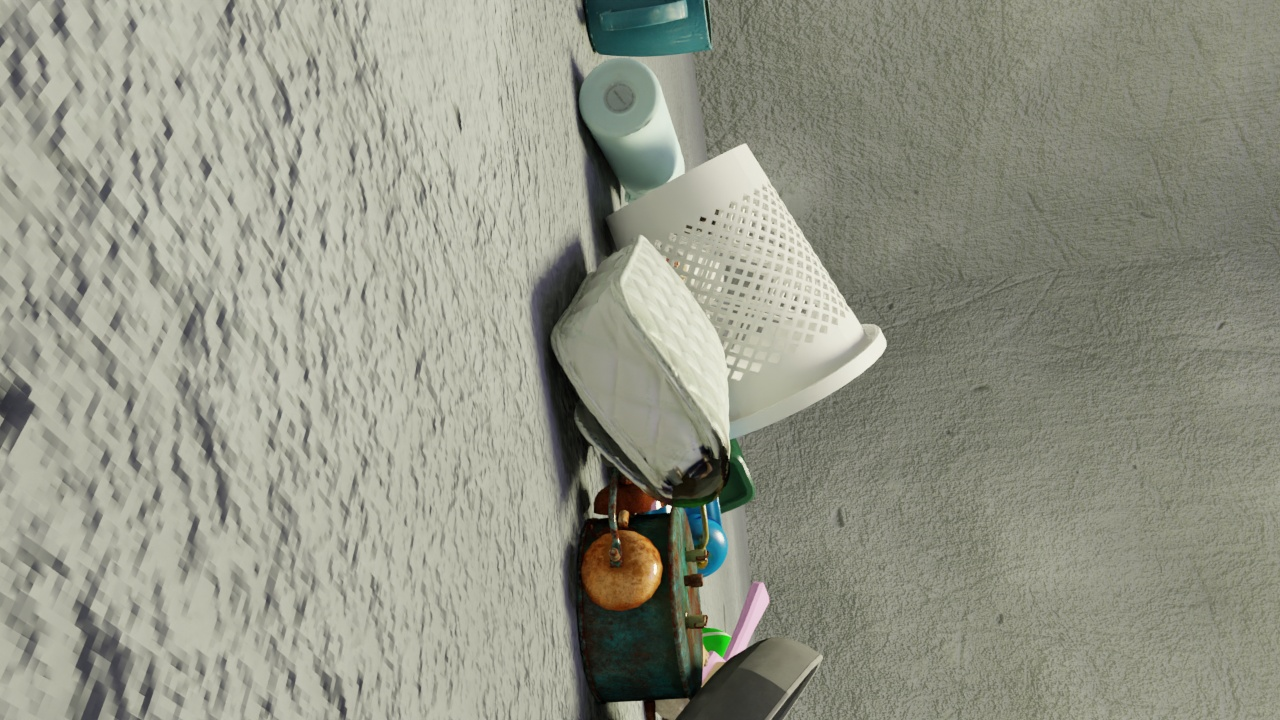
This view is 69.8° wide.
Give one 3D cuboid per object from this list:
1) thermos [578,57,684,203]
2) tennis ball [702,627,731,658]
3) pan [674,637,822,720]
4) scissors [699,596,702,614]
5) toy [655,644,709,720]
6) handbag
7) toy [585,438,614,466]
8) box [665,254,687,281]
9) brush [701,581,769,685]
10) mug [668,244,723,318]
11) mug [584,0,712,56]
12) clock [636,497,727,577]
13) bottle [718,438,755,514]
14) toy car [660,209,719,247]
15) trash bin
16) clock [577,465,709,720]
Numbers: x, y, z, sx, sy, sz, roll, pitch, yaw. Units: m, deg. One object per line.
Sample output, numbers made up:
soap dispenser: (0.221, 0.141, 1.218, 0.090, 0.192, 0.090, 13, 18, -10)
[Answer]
thermos: (-0.001, -0.192, 0.800, 0.207, 0.065, 0.078, 31, 80, -80)
tennis ball: (0.070, 0.305, 0.932, 0.065, 0.065, 0.065, -5, 89, -82)
pan: (0.060, 0.266, 0.636, 0.178, 0.041, 0.357, -51, 158, -6)
scissors: (0.042, 0.235, 0.943, 0.201, 0.015, 0.202, -89, 165, -52)
toy: (0.032, 0.247, 0.739, 0.106, 0.074, 0.085, 53, -8, -34)
handbag: (0.006, 0.002, 0.604, 0.139, 0.072, 0.194, 54, 15, -12)
toy: (-0.016, 0.041, 0.640, 0.049, 0.030, 0.111, 53, 17, -9)
box: (0.020, -0.017, 0.919, 0.048, 0.085, 0.186, 24, 53, -36)
brush: (0.090, 0.301, 0.860, 0.228, 0.043, 0.089, -54, 132, -44)
mug: (0.054, -0.083, 1.055, 0.089, 0.071, 0.107, 7, 63, -67)
mug: (0.005, -0.303, 0.794, 0.112, 0.104, 0.084, -75, 158, -62)
clock: (0.027, 0.109, 0.697, 0.161, 0.060, 0.116, 132, -49, -81)
bottle: (0.078, 0.106, 0.970, 0.131, 0.061, 0.061, -99, 164, -73)
toy car: (0.050, -0.157, 1.057, 0.040, 0.092, 0.037, 2, 71, -83)
trash bin: (0.075, -0.062, 0.781, 0.199, 0.196, 0.195, 62, 11, -7)
clock: (0.005, 0.136, 0.567, 0.121, 0.073, 0.158, -81, 162, -62)
